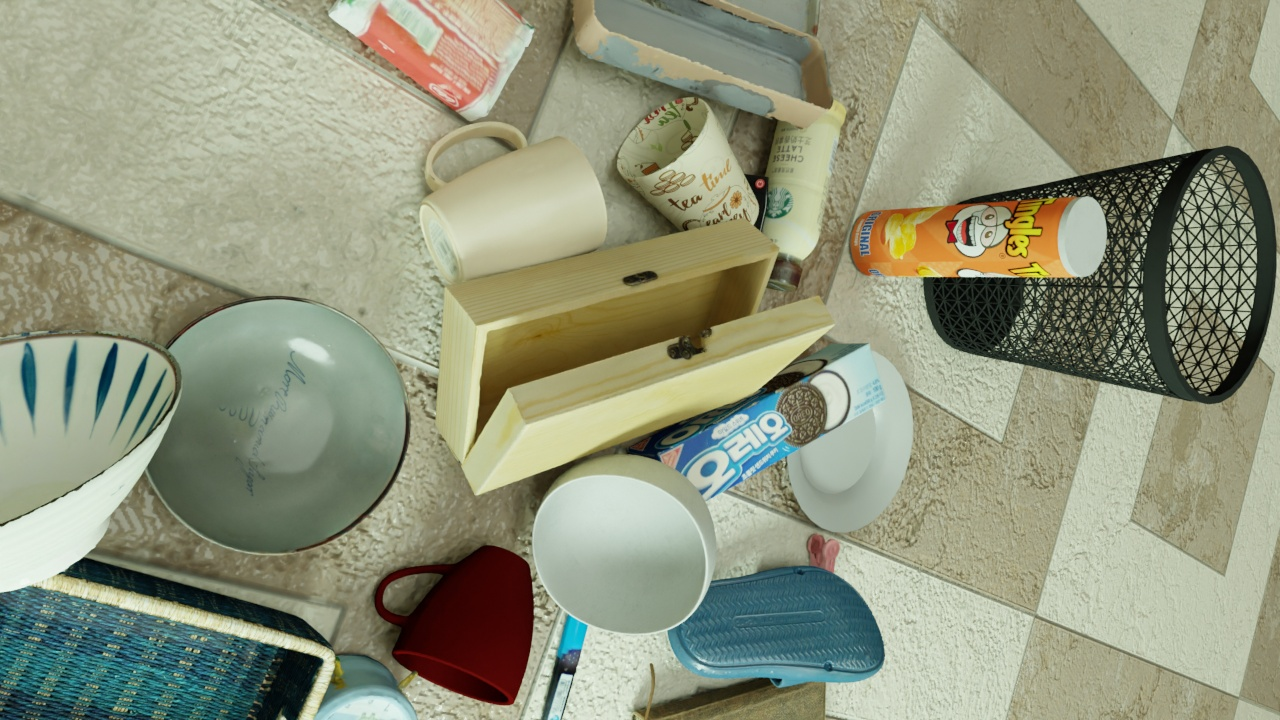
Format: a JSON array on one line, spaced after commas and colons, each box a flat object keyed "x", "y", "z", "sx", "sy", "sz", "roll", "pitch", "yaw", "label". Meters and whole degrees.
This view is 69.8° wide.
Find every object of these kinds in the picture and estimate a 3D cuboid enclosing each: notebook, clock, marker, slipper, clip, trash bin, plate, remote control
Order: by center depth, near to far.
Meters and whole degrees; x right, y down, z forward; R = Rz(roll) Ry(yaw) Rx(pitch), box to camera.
[{"x": -0.193, "y": 0.252, "z": 0.585, "sx": 0.088, "sy": 0.052, "sz": 0.124, "roll": 26, "pitch": 81, "yaw": -36, "label": "clock"}, {"x": -0.059, "y": 0.239, "z": 0.703, "sx": 0.018, "sy": 0.015, "sz": 0.123, "roll": 16, "pitch": 88, "yaw": -32, "label": "marker"}, {"x": 0.078, "y": -0.091, "z": 0.755, "sx": 0.010, "sy": 0.039, "sz": 0.125, "roll": 3, "pitch": 99, "yaw": -68, "label": "remote control"}, {"x": 0.117, "y": 0.231, "z": 0.795, "sx": 0.213, "sy": 0.059, "sz": 0.103, "roll": 7, "pitch": 55, "yaw": -23, "label": "slipper"}, {"x": 0.079, "y": 0.338, "z": 0.800, "sx": 0.215, "sy": 0.035, "sz": 0.190, "roll": -1, "pitch": 95, "yaw": -36, "label": "notebook"}, {"x": 0.174, "y": 0.192, "z": 0.853, "sx": 0.022, "sy": 0.038, "sz": 0.059, "roll": -4, "pitch": 101, "yaw": -39, "label": "clip"}, {"x": 0.194, "y": 0.075, "z": 0.865, "sx": 0.172, "sy": 0.019, "sz": 0.173, "roll": -4, "pitch": 97, "yaw": -35, "label": "plate"}, {"x": 0.422, "y": -0.080, "z": 0.874, "sx": 0.216, "sy": 0.244, "sz": 0.217, "roll": -4, "pitch": 97, "yaw": -36, "label": "trash bin"}]

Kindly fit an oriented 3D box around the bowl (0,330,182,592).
[{"x": -0.300, "y": 0.058, "z": 0.430, "sx": 0.176, "sy": 0.177, "sz": 0.071, "roll": -25, "pitch": 128, "yaw": -31, "label": "bowl"}]

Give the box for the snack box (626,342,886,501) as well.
[{"x": 0.100, "y": 0.051, "z": 0.757, "sx": 0.226, "sy": 0.059, "sz": 0.059, "roll": -25, "pitch": 103, "yaw": -24, "label": "snack box"}]

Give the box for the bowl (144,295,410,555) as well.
[{"x": -0.217, "y": 0.035, "z": 0.542, "sx": 0.150, "sy": 0.057, "sz": 0.151, "roll": -4, "pitch": 98, "yaw": -36, "label": "bowl"}]

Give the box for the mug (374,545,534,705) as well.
[{"x": -0.121, "y": 0.168, "z": 0.622, "sx": 0.114, "sy": 0.087, "sz": 0.088, "roll": 24, "pitch": 58, "yaw": -4, "label": "mug"}]

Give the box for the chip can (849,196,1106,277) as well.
[{"x": 0.282, "y": -0.103, "z": 0.792, "sx": 0.062, "sy": 0.211, "sz": 0.062, "roll": -4, "pitch": 97, "yaw": -36, "label": "chip can"}]

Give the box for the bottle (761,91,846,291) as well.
[{"x": 0.129, "y": -0.141, "z": 0.774, "sx": 0.056, "sy": 0.057, "sz": 0.162, "roll": 16, "pitch": 86, "yaw": -36, "label": "bottle"}]

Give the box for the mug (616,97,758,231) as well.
[{"x": 0.045, "y": -0.153, "z": 0.715, "sx": 0.097, "sy": 0.081, "sz": 0.121, "roll": 45, "pitch": 42, "yaw": -38, "label": "mug"}]

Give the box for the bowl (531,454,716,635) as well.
[{"x": -0.008, "y": 0.127, "z": 0.671, "sx": 0.064, "sy": 0.132, "sz": 0.132, "roll": -53, "pitch": 131, "yaw": -66, "label": "bowl"}]

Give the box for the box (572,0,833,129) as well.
[{"x": 0.053, "y": -0.274, "z": 0.695, "sx": 0.216, "sy": 0.059, "sz": 0.153, "roll": 9, "pitch": 69, "yaw": -28, "label": "box"}]

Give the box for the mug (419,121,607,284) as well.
[{"x": -0.094, "y": -0.106, "z": 0.610, "sx": 0.104, "sy": 0.085, "sz": 0.111, "roll": -27, "pitch": 82, "yaw": -25, "label": "mug"}]

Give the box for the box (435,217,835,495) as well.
[{"x": -0.003, "y": 0.007, "z": 0.633, "sx": 0.248, "sy": 0.123, "sz": 0.141, "roll": -16, "pitch": 136, "yaw": -32, "label": "box"}]

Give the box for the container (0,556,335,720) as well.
[{"x": -0.286, "y": 0.193, "z": 0.499, "sx": 0.187, "sy": 0.071, "sz": 0.145, "roll": 29, "pitch": 78, "yaw": -34, "label": "container"}]

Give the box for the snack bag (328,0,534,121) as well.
[{"x": -0.132, "y": -0.218, "z": 0.590, "sx": 0.116, "sy": 0.036, "sz": 0.077, "roll": 33, "pitch": 75, "yaw": -33, "label": "snack bag"}]
